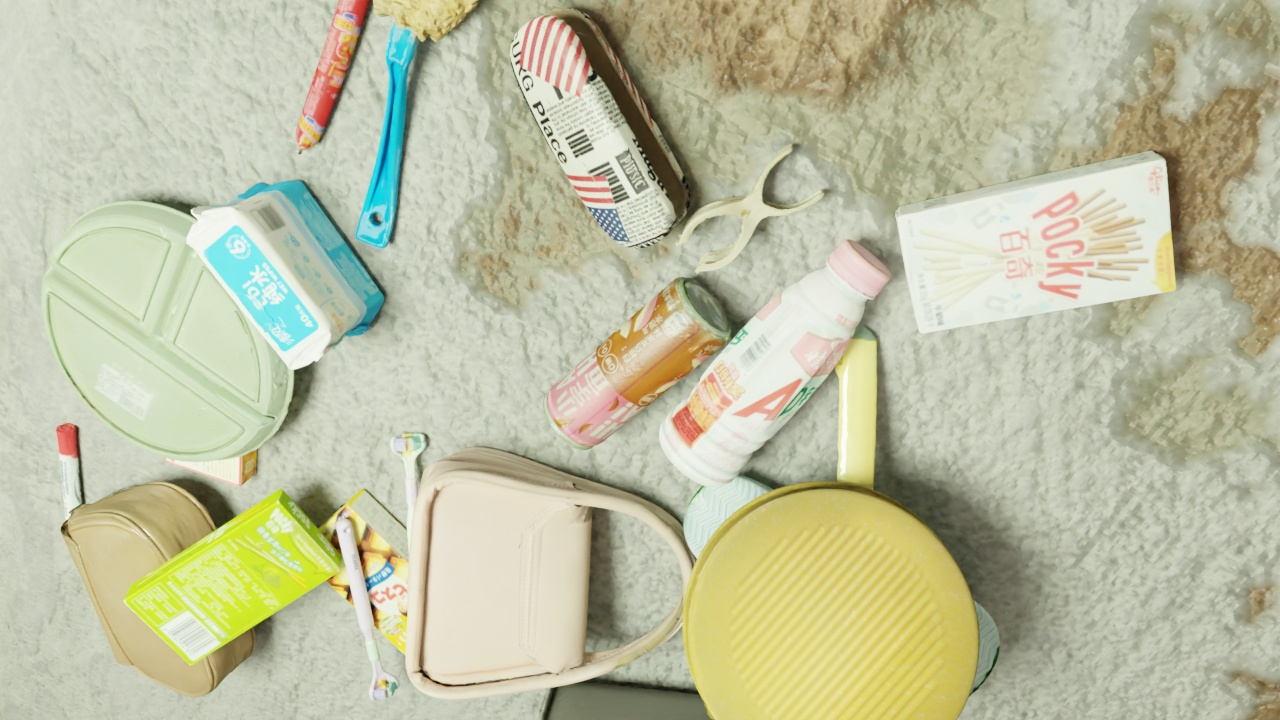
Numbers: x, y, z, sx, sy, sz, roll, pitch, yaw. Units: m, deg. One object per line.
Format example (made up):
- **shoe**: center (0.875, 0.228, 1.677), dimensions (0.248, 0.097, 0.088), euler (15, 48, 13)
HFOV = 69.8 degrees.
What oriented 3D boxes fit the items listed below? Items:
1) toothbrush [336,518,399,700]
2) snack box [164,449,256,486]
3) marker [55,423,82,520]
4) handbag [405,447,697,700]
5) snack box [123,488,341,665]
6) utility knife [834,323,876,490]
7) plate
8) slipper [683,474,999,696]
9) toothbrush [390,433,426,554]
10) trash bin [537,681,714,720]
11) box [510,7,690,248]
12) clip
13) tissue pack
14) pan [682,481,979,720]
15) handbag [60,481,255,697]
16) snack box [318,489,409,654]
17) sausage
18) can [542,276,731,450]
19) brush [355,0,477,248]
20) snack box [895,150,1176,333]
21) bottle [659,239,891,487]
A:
- **toothbrush**: center (-0.246, 0.223, 0.816), dimensions (0.021, 0.029, 0.189), euler (21, 125, 48)
- **snack box**: center (-0.372, 0.030, 0.793), dimensions (0.077, 0.027, 0.156), euler (17, 117, 6)
- **marker**: center (-0.551, 0.126, 0.889), dimensions (0.017, 0.017, 0.145), euler (16, 117, 7)
- **handbag**: center (-0.068, 0.176, 0.745), dimensions (0.234, 0.093, 0.193), euler (4, 101, 0)
- **snack box**: center (-0.345, 0.185, 0.783), dimensions (0.156, 0.026, 0.086), euler (-33, 113, 1)
- **utility knife**: center (0.150, 0.059, 0.648), dimensions (0.031, 0.019, 0.176), euler (2, 88, 10)
- **plate**: center (-0.390, -0.015, 0.747), dimensions (0.230, 0.027, 0.230), euler (6, 114, 14)
- **slipper**: center (0.143, 0.172, 0.693), dimensions (0.245, 0.074, 0.104), euler (32, 92, 17)
- **toothbrush**: center (-0.192, 0.156, 0.782), dimensions (0.029, 0.020, 0.189), euler (-4, 100, -17)
- **trash bin**: center (0.026, 0.387, 0.769), dimensions (0.220, 0.198, 0.199), euler (-4, 113, 8)
- **box**: center (-0.033, -0.145, 0.600), dimensions (0.075, 0.076, 0.163), euler (-22, 109, 28)
- **clip**: center (0.064, -0.107, 0.617), dimensions (0.076, 0.034, 0.104), euler (43, 112, -7)
- **tissue pack**: center (-0.263, -0.066, 0.687), dimensions (0.063, 0.089, 0.140), euler (-29, 104, 23)
- **pan**: center (0.072, 0.240, 0.633), dimensions (0.197, 0.078, 0.357), euler (44, 88, 7)
- **handbag**: center (-0.443, 0.208, 0.856), dimensions (0.148, 0.099, 0.205), euler (2, 114, 21)
- **snack box**: center (-0.231, 0.192, 0.827), dimensions (0.087, 0.033, 0.140), euler (-39, 101, 26)
- **sausage**: center (-0.217, -0.212, 0.649), dimensions (0.020, 0.020, 0.156), euler (31, 118, -1)
- **can**: center (-0.004, 0.004, 0.669), dimensions (0.058, 0.057, 0.148), euler (46, 116, -8)
- **brush**: center (-0.165, -0.193, 0.638), dimensions (0.083, 0.045, 0.255), euler (21, 121, 0)
- **snack box**: center (0.250, -0.073, 0.587), dimensions (0.157, 0.026, 0.085), euler (-10, 110, 19)
- **bottle**: center (0.094, 0.002, 0.642), dimensions (0.068, 0.068, 0.197), euler (37, 113, -4)
